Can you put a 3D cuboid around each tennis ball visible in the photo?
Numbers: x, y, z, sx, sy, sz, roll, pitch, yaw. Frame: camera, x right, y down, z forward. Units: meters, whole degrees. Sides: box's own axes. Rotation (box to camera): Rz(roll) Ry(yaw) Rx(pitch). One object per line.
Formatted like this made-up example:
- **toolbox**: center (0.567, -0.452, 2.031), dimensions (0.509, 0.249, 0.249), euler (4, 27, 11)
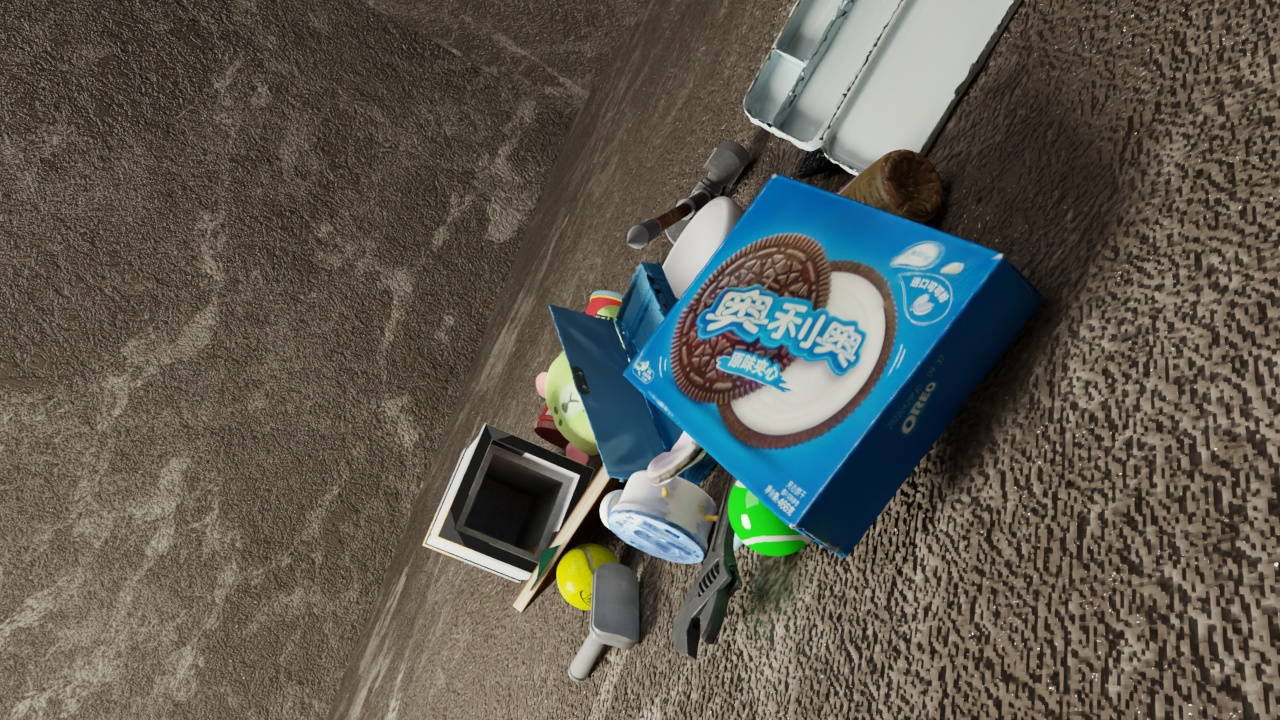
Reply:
- **tennis ball**: center (-0.052, 0.218, 0.929), dimensions (0.066, 0.065, 0.065), euler (-56, 18, 27)
- **tennis ball**: center (0.094, 0.104, 0.642), dimensions (0.065, 0.065, 0.065), euler (-56, 18, 27)

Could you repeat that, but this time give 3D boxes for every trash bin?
- **trash bin**: center (-0.178, 0.193, 1.188), dimensions (0.142, 0.142, 0.247), euler (-69, 11, -19)

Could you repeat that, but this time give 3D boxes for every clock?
- **clock**: center (0.013, 0.140, 0.804), dimensions (0.126, 0.089, 0.051), euler (-33, 29, 58)

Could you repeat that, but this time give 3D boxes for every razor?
- **razor**: center (-0.041, 0.266, 0.878), dimensions (0.088, 0.047, 0.116), euler (-90, 23, -58)

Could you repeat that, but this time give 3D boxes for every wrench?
- **wrench**: center (0.072, 0.115, 0.733), dimensions (0.073, 0.018, 0.272), euler (-49, 14, 44)

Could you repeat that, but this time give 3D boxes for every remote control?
- **remote control**: center (0.195, -0.203, 0.885), dimensions (0.047, 0.022, 0.150), euler (-65, 14, -1)

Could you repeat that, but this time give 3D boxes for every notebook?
- **notebook**: center (-0.052, 0.160, 0.976), dimensions (0.250, 0.014, 0.178), euler (-58, -10, 22)

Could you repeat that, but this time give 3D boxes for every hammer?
- **hammer**: center (0.041, -0.168, 1.060), dimensions (0.156, 0.043, 0.321), euler (-56, -6, 27)

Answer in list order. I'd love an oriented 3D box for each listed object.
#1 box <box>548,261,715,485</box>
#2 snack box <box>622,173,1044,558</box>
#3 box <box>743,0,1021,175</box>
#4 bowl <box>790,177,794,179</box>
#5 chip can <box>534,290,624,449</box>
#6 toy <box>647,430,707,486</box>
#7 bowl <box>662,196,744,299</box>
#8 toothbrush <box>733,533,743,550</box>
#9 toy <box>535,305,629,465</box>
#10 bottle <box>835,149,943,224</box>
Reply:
- **box**: center (-0.007, 0.006, 0.884), dimensions (0.094, 0.111, 0.231), euler (-61, 37, 38)
- **snack box**: center (0.111, -0.012, 0.616), dimensions (0.195, 0.056, 0.239), euler (-53, 34, 2)
- **box**: center (0.203, -0.268, 0.783), dimensions (0.191, 0.045, 0.209), euler (36, 104, 34)
- **bowl**: center (0.135, -0.112, 0.870), dimensions (0.111, 0.055, 0.110), euler (-55, 17, 27)
- **chip can**: center (-0.068, 0.015, 1.265), dimensions (0.087, 0.087, 0.213), euler (-29, 37, 64)
- **toy**: center (0.081, 0.020, 0.754), dimensions (0.159, 0.084, 0.193), euler (-27, 20, 25)
- **bowl**: center (0.075, -0.086, 0.999), dimensions (0.177, 0.066, 0.176), euler (-56, 18, 27)
- **toothbrush**: center (0.110, 0.094, 0.701), dimensions (0.155, 0.016, 0.022), euler (-56, 27, 29)
- **toy**: center (-0.045, 0.028, 1.137), dimensions (0.197, 0.107, 0.150), euler (-43, 69, 47)
- **bottle**: center (0.170, -0.108, 0.744), dimensions (0.166, 0.059, 0.059), euler (-37, 31, 62)
